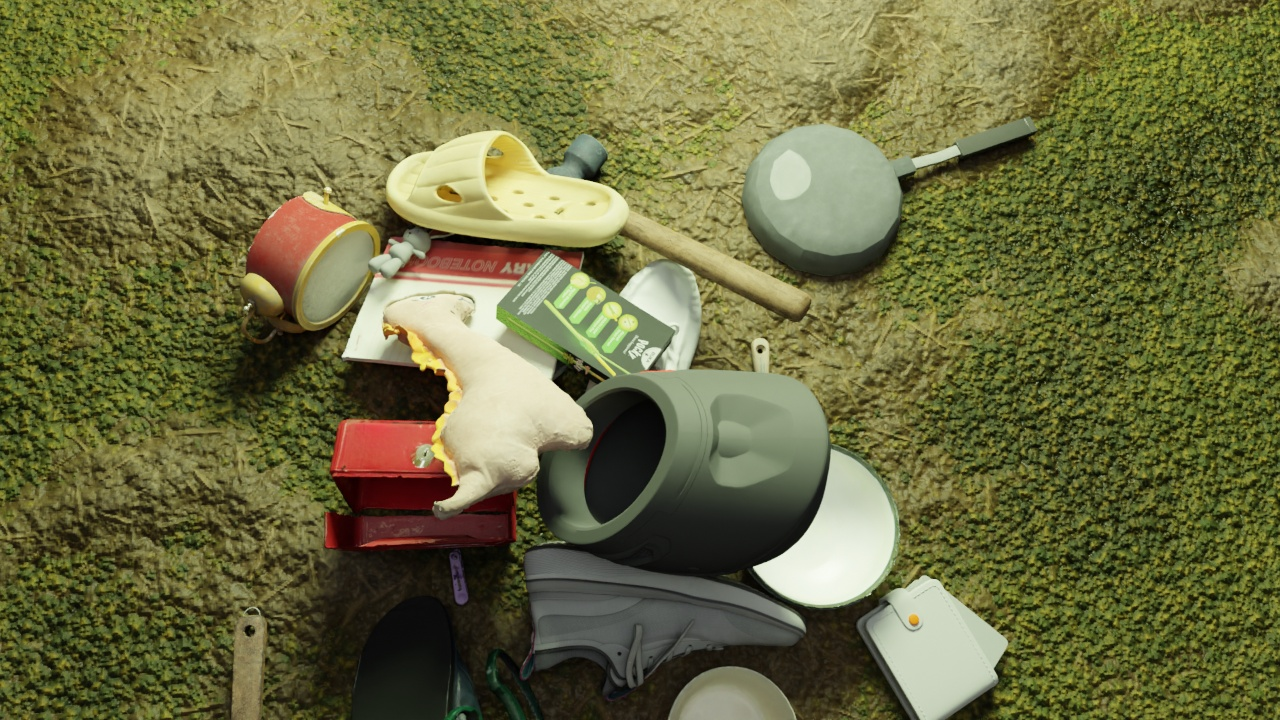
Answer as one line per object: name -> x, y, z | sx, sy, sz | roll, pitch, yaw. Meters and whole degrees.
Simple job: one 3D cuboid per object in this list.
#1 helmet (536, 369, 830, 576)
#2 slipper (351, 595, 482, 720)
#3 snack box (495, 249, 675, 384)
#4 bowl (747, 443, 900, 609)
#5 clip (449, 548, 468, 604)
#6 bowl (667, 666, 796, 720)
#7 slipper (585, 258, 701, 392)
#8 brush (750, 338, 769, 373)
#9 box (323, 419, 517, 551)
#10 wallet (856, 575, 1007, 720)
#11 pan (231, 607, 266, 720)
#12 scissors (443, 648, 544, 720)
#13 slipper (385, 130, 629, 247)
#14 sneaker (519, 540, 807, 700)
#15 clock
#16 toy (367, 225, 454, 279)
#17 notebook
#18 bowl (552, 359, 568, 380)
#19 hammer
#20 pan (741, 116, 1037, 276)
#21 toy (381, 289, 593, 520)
helmet -> 0.050, 0.095, 0.757 | 0.169, 0.266, 0.164 | 21, 60, -34
slipper -> -0.176, 0.337, 0.781 | 0.109, 0.083, 0.265 | -27, 55, 16
snack box -> -0.051, -0.034, 0.859 | 0.147, 0.025, 0.080 | 32, 61, 8
bowl -> 0.158, 0.157, 0.864 | 0.153, 0.073, 0.153 | 1, 73, -5
clip -> -0.169, 0.198, 0.856 | 0.014, 0.042, 0.052 | -10, 109, -8
bowl -> 0.076, 0.329, 0.806 | 0.115, 0.063, 0.115 | 1, 72, -5
slipper -> -0.005, 0.005, 0.907 | 0.112, 0.075, 0.246 | 27, 69, -12
brush -> 0.125, 0.049, 0.929 | 0.039, 0.012, 0.151 | -1, 71, -5
box -> -0.189, 0.115, 0.821 | 0.157, 0.135, 0.112 | -1, 73, -6
wallet -> 0.278, 0.263, 0.859 | 0.115, 0.037, 0.118 | -28, 80, -13
pan -> -0.333, 0.391, 0.766 | 0.207, 0.040, 0.356 | -1, 71, -5
scissors -> -0.088, 0.340, 0.797 | 0.015, 0.142, 0.210 | -34, 108, 14
slipper -> -0.138, -0.175, 0.901 | 0.262, 0.079, 0.111 | 14, 49, 14
sneaker -> 0.017, 0.244, 0.821 | 0.263, 0.097, 0.128 | 10, 83, -3
clock -> -0.331, -0.086, 0.883 | 0.081, 0.117, 0.158 | 31, 78, 9
toy -> -0.225, -0.121, 0.924 | 0.049, 0.030, 0.111 | 24, 53, 27
notebook -> -0.171, -0.054, 0.901 | 0.209, 0.012, 0.152 | 6, 59, 10
bowl -> -0.113, -0.014, 0.905 | 0.114, 0.045, 0.114 | -3, 58, 5
hammer -> 0.025, -0.117, 0.916 | 0.322, 0.040, 0.129 | 29, 73, 23
pan -> 0.283, -0.211, 1.011 | 0.357, 0.041, 0.178 | -20, 75, -11
toy -> -0.162, 0.019, 0.776 | 0.264, 0.065, 0.195 | 33, 42, 32
